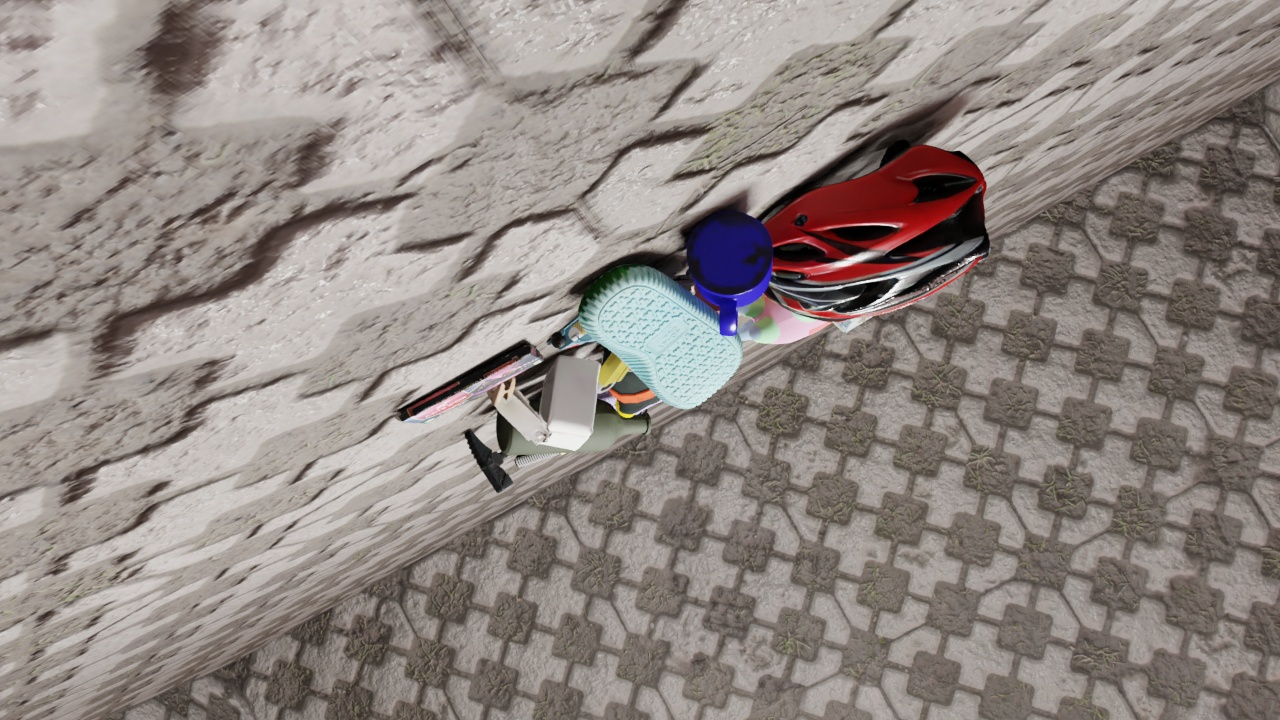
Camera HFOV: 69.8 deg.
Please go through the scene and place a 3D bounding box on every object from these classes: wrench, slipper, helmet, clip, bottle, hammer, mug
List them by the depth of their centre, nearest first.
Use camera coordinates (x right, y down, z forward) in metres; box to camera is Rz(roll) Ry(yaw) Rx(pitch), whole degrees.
[{"bbox_3d":[0.086,-0.079,0.878,0.079,0.111,0.083,2,176,8],"label":"mug"},{"bbox_3d":[0.020,-0.032,0.944,0.116,0.069,0.276,-37,145,12],"label":"slipper"},{"bbox_3d":[0.240,-0.131,0.994,0.273,0.167,0.217,-19,173,23],"label":"helmet"},{"bbox_3d":[-0.155,0.029,1.036,0.047,0.025,0.062,-33,165,1],"label":"clip"},{"bbox_3d":[-0.001,-0.033,1.041,0.083,0.018,0.274,-21,160,-36],"label":"wrench"},{"bbox_3d":[-0.085,0.087,1.223,0.206,0.071,0.072,0,160,-25],"label":"bottle"},{"bbox_3d":[-0.135,0.086,1.374,0.015,0.095,0.323,-34,179,37],"label":"hammer"}]

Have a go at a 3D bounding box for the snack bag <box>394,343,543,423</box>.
[{"bbox_3d":[-0.176,0.026,0.964,0.155,0.018,0.074,-28,173,3],"label":"snack bag"}]

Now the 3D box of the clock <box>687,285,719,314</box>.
[{"bbox_3d":[0.069,-0.063,1.139,0.096,0.048,0.138,-25,171,-29],"label":"clock"}]

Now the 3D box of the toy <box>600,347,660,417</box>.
[{"bbox_3d":[-0.007,0.007,1.182,0.100,0.097,0.119,-19,151,12],"label":"toy"}]

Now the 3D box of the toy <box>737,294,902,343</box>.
[{"bbox_3d":[0.230,-0.085,1.218,0.170,0.120,0.223,-8,159,-47],"label":"toy"}]

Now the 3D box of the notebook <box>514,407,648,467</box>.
[{"bbox_3d":[-0.084,0.097,1.415,0.207,0.016,0.148,-19,-163,15],"label":"notebook"}]

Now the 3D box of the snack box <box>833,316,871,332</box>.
[{"bbox_3d":[0.339,-0.134,1.352,0.042,0.144,0.145,35,126,-30],"label":"snack box"}]

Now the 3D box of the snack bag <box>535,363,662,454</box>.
[{"bbox_3d":[-0.057,0.051,1.304,0.205,0.058,0.096,-28,142,0],"label":"snack bag"}]

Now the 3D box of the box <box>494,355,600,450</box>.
[{"bbox_3d":[-0.124,0.048,1.107,0.130,0.102,0.110,11,160,-10],"label":"box"}]

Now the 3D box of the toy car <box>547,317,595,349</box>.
[{"bbox_3d":[-0.051,-0.033,0.977,0.108,0.027,0.060,-35,170,37],"label":"toy car"}]
